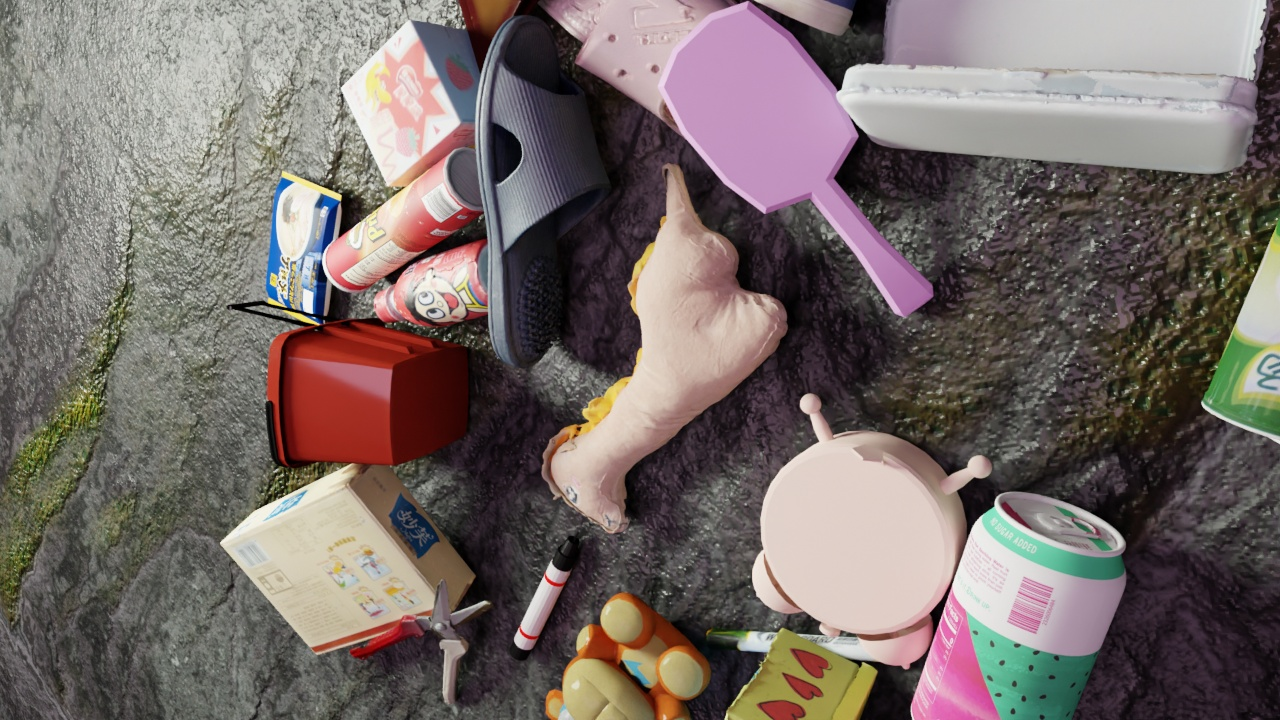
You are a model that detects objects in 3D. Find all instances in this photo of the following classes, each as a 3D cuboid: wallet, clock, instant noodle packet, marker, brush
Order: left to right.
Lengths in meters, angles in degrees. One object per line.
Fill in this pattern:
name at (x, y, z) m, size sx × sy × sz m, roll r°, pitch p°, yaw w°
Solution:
instant noodle packet at (-0.324, -0.105, 0.882) m, size 0.087 × 0.026 × 0.134 m, roll 24°, pitch 111°, yaw 29°
wallet at (-0.104, -0.286, 0.694) m, size 0.116 × 0.018 × 0.091 m, roll -41°, pitch 59°, yaw 45°
marker at (-0.081, 0.204, 0.801) m, size 0.019 × 0.019 × 0.146 m, roll 35°, pitch 115°, yaw 21°
marker at (0.116, 0.212, 0.686) m, size 0.147 × 0.017 × 0.017 m, roll -6°, pitch 96°, yaw 31°
brush at (0.110, -0.124, 0.597) m, size 0.089 × 0.043 × 0.228 m, roll -39°, pitch 99°, yaw 20°
clock at (0.145, 0.120, 0.617) m, size 0.131 × 0.086 × 0.161 m, roll 21°, pitch 116°, yaw 26°

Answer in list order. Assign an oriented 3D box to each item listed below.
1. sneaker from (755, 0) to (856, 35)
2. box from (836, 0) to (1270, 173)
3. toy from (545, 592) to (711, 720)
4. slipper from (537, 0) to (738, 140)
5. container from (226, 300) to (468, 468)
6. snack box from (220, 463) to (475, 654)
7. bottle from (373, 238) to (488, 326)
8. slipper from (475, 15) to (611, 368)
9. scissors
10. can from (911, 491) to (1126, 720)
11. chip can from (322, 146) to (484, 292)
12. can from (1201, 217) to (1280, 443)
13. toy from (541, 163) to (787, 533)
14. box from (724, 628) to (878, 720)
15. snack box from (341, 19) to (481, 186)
sneaker at (0.052, -0.311, 0.577) m, size 0.233 × 0.091 × 0.119 m, roll 35°, pitch 120°, yaw 20°
box at (0.217, -0.159, 0.501) m, size 0.211 × 0.105 × 0.130 m, roll 6°, pitch 99°, yaw 30°
toy at (-0.014, 0.270, 0.738) m, size 0.112 × 0.096 × 0.176 m, roll 37°, pitch 127°, yaw 19°
slipper at (-0.008, -0.243, 0.644) m, size 0.239 × 0.064 × 0.094 m, roll 44°, pitch 118°, yaw 18°
container at (-0.266, 0.021, 0.802) m, size 0.201 × 0.147 × 0.127 m, roll 7°, pitch 102°, yaw 20°
snack box at (-0.278, 0.188, 0.867) m, size 0.208 × 0.055 × 0.153 m, roll -25°, pitch 107°, yaw 32°
bottle at (-0.169, -0.059, 0.777) m, size 0.138 × 0.061 × 0.062 m, roll -13°, pitch 93°, yaw 32°
slipper at (-0.063, -0.117, 0.689) m, size 0.083 × 0.101 × 0.264 m, roll 11°, pitch 111°, yaw 21°
scissors at (-0.192, 0.260, 0.838) m, size 0.197 × 0.015 × 0.179 m, roll -9°, pitch 125°, yaw 23°
can at (0.231, 0.172, 0.567) m, size 0.088 × 0.088 × 0.166 m, roll 21°, pitch 109°, yaw 26°
chip can at (-0.194, -0.111, 0.758) m, size 0.215 × 0.051 × 0.052 m, roll -19°, pitch 89°, yaw 46°
can at (0.347, -0.018, 0.472) m, size 0.067 × 0.067 × 0.121 m, roll 21°, pitch 109°, yaw 26°
toy at (-0.004, 0.004, 0.699) m, size 0.265 × 0.065 × 0.196 m, roll -41°, pitch 69°, yaw 37°
box at (0.089, 0.316, 0.652) m, size 0.083 × 0.124 × 0.221 m, roll 24°, pitch 113°, yaw 20°
snack box at (-0.168, -0.203, 0.738) m, size 0.095 × 0.079 × 0.093 m, roll -29°, pitch 85°, yaw 31°
